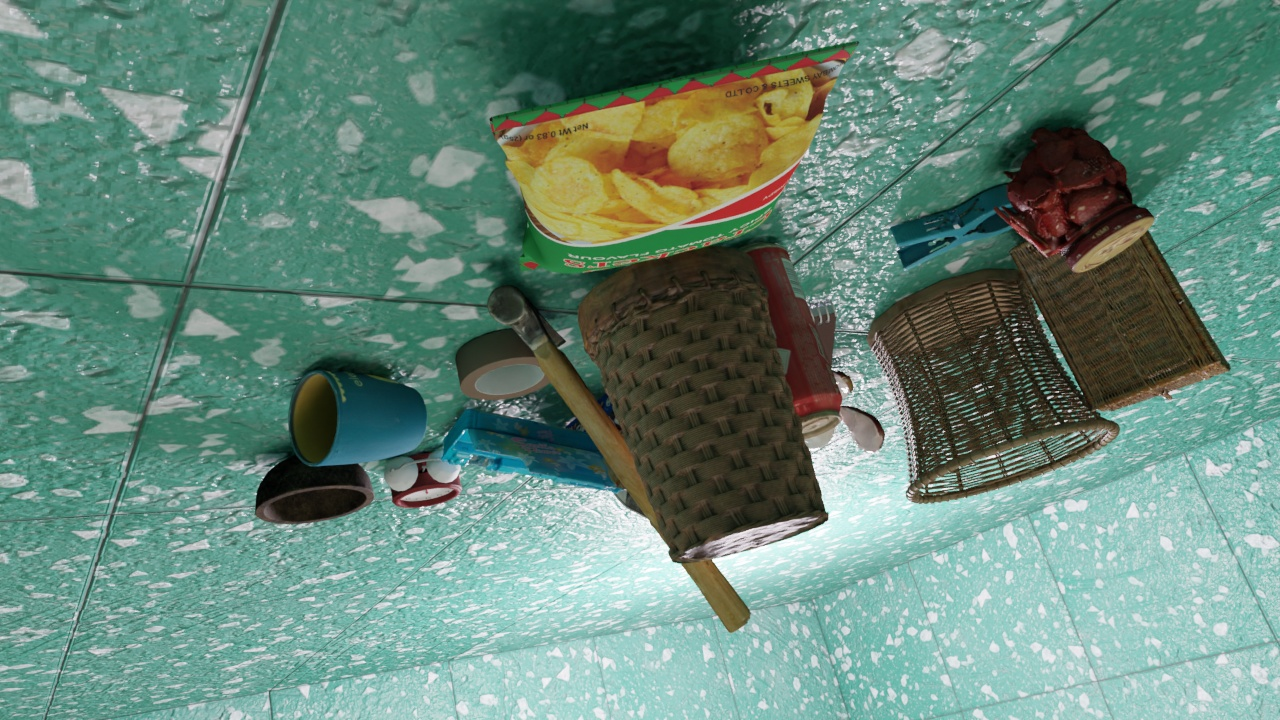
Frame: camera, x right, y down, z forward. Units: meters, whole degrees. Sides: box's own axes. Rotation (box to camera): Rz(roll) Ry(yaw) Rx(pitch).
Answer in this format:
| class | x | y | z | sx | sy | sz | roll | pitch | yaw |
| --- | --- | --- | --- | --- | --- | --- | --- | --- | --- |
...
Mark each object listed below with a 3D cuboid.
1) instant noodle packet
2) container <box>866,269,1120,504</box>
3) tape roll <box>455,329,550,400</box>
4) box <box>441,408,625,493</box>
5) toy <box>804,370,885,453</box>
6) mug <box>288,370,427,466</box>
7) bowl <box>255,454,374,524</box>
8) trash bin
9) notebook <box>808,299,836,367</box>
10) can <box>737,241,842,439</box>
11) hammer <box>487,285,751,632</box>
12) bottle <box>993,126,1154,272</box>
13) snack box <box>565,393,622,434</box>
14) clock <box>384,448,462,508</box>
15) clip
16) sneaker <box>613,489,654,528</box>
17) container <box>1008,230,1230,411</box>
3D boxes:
| class | x | y | z | sx | sy | sz | roll | pitch | yaw |
| --- | --- | --- | --- | --- | --- | --- | --- | --- | --- |
| instant noodle packet | 0.011 | -0.117 | 0.590 | 0.195 | 0.090 | 0.253 | -14 | 169 | -6 |
| container | 0.378 | 0.030 | 1.027 | 0.227 | 0.196 | 0.227 | -13 | 157 | -6 |
| tape roll | -0.127 | 0.005 | 0.873 | 0.093 | 0.030 | 0.094 | -13 | 157 | -5 |
| box | -0.089 | 0.105 | 1.015 | 0.227 | 0.074 | 0.181 | 14 | 169 | -24 |
| toy | 0.198 | 0.098 | 1.190 | 0.205 | 0.131 | 0.105 | -35 | -166 | 10 |
| mug | -0.267 | 0.052 | 0.854 | 0.112 | 0.084 | 0.104 | 4 | 180 | 40 |
| bowl | -0.354 | 0.130 | 0.992 | 0.121 | 0.056 | 0.121 | -13 | 157 | -5 |
| trash bin | 0.049 | 0.039 | 0.702 | 0.151 | 0.210 | 0.151 | -14 | 160 | -5 |
| notebook | 0.105 | 0.022 | 0.992 | 0.209 | 0.022 | 0.172 | -12 | 135 | -6 |
| can | 0.119 | -0.018 | 0.790 | 0.067 | 0.170 | 0.067 | -14 | 158 | -6 |
| hammer | -0.015 | 0.082 | 0.764 | 0.033 | 0.330 | 0.132 | -35 | 176 | -2 |
| bottle | 0.344 | -0.131 | 0.747 | 0.099 | 0.111 | 0.099 | -24 | 159 | -10 |
| snack box | -0.026 | 0.082 | 1.082 | 0.088 | 0.033 | 0.155 | 20 | 142 | -27 |
| clock | -0.257 | 0.140 | 1.090 | 0.087 | 0.044 | 0.125 | -9 | 158 | -13 |
| clip | 0.299 | -0.119 | 0.856 | 0.127 | 0.028 | 0.113 | -25 | 158 | 23 |
| sneaker | 0.026 | 0.173 | 1.193 | 0.235 | 0.095 | 0.119 | 21 | 180 | 44 |
| container | 0.459 | -0.052 | 0.884 | 0.113 | 0.198 | 0.113 | -30 | 161 | 31 |
